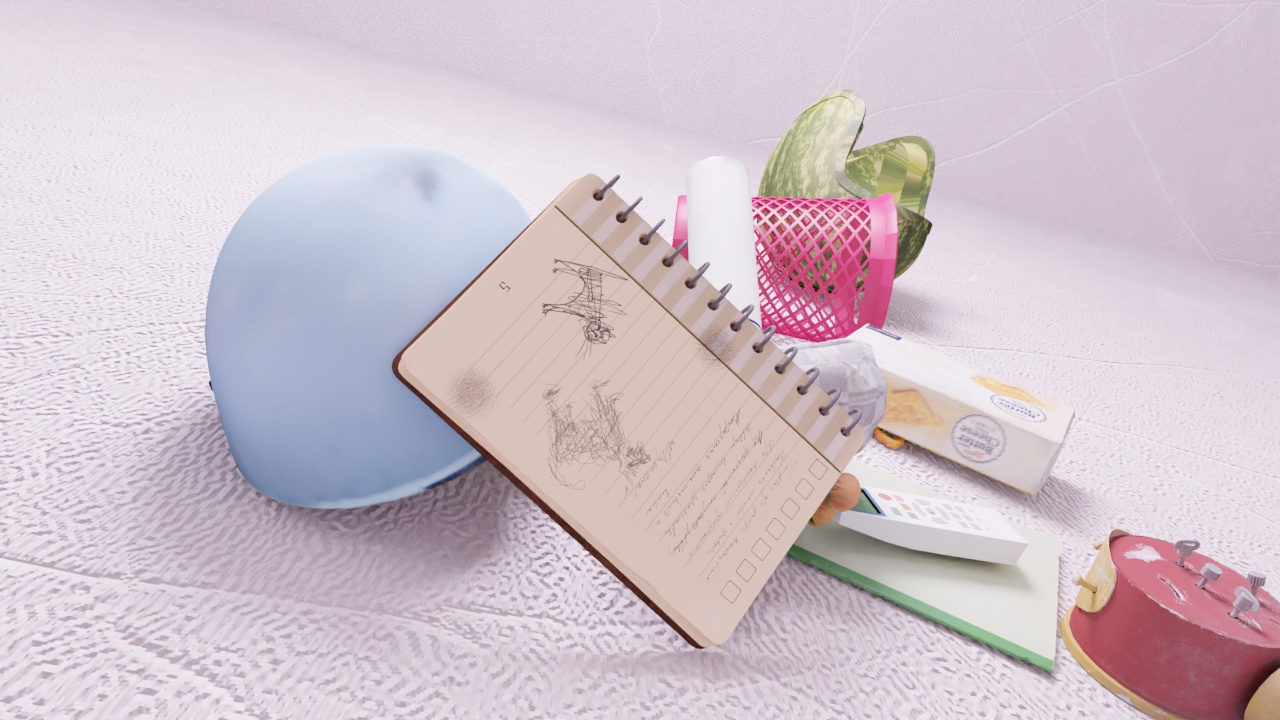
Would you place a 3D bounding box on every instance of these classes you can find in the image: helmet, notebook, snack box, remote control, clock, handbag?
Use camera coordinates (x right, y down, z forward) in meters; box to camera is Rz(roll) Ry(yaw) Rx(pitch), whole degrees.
[{"bbox_3d":[-0.165,-0.036,0.570,0.225,0.167,0.265,-10,38,5],"label":"helmet"},{"bbox_3d":[0.005,0.020,0.500,0.225,0.167,0.024,43,-22,-6],"label":"notebook"},{"bbox_3d":[0.275,0.039,0.833,0.208,0.058,0.104,25,26,23],"label":"snack box"},{"bbox_3d":[0.194,0.114,0.634,0.143,0.024,0.049,11,17,-10],"label":"remote control"},{"bbox_3d":[0.171,0.119,0.661,0.253,0.010,0.181,22,22,19],"label":"notebook"},{"bbox_3d":[0.271,-0.208,1.241,0.213,0.246,0.244,18,-25,-39],"label":"helmet"},{"bbox_3d":[0.349,0.165,0.559,0.159,0.081,0.116,27,24,30],"label":"clock"},{"bbox_3d":[0.082,0.053,0.593,0.171,0.113,0.123,-10,55,-15],"label":"handbag"}]

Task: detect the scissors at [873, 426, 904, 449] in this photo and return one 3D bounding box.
[{"bbox_3d":[0.262,0.065,0.857,0.129,0.011,0.125,25,24,21],"label":"scissors"}]

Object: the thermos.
[{"bbox_3d":[0.079,-0.090,0.882,0.068,0.068,0.229,9,58,-16],"label":"thermos"}]

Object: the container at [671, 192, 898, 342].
[{"bbox_3d":[0.146,-0.106,1.013,0.226,0.183,0.183,7,21,1],"label":"container"}]
